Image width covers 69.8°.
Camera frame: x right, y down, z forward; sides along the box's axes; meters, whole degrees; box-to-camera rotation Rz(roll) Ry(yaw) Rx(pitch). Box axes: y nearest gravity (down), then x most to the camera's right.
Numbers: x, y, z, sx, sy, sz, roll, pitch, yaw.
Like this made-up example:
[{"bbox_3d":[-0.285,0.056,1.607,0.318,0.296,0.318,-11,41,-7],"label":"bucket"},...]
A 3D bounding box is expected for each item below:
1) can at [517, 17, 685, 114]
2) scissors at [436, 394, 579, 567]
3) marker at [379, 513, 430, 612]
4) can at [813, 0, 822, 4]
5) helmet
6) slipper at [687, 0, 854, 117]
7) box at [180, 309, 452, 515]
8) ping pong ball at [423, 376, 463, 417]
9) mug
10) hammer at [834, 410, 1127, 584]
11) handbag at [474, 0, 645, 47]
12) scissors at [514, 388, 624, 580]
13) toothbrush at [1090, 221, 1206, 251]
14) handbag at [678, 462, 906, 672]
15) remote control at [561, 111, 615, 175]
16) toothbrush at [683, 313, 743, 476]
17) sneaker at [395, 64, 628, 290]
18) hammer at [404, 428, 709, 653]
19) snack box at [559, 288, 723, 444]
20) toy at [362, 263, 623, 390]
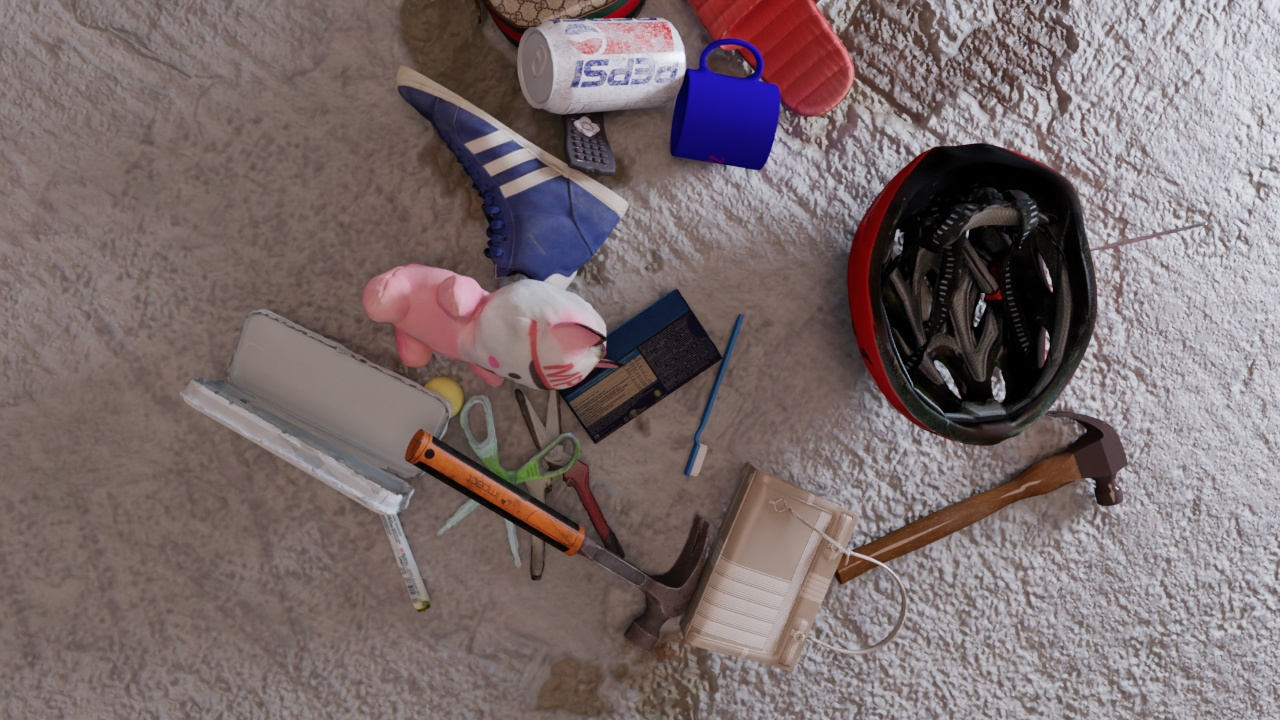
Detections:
[{"bbox_3d":[-0.033,-0.261,0.811,0.136,0.078,0.078,-14,96,-31],"label":"can"},{"bbox_3d":[-0.133,0.109,0.861,0.171,0.023,0.167,-36,100,11],"label":"scissors"},{"bbox_3d":[-0.230,0.169,0.867,0.017,0.017,0.146,-19,96,-6],"label":"marker"},{"bbox_3d":[0.146,-0.405,0.858,0.054,0.054,0.135,-40,98,-3],"label":"can"},{"bbox_3d":[0.295,-0.059,0.843,0.217,0.167,0.272,-7,94,-7],"label":"helmet"},{"bbox_3d":[0.107,-0.330,0.842,0.104,0.059,0.249,-34,103,19],"label":"slipper"},{"bbox_3d":[-0.273,0.032,0.812,0.215,0.107,0.124,31,82,-3],"label":"box"},{"bbox_3d":[-0.184,0.035,0.852,0.040,0.040,0.040,0,94,-7],"label":"ping pong ball"},{"bbox_3d":[0.079,-0.237,0.843,0.083,0.079,0.111,8,111,-8],"label":"mug"},{"bbox_3d":[0.343,0.148,0.933,0.323,0.033,0.115,-23,98,-5],"label":"hammer"},{"bbox_3d":[-0.078,-0.359,0.838,0.166,0.063,0.138,-22,80,-2],"label":"handbag"},{"bbox_3d":[-0.076,0.125,0.875,0.187,0.015,0.179,32,97,-10],"label":"scissors"},{"bbox_3d":[0.452,-0.115,0.853,0.010,0.182,0.010,-35,94,-10],"label":"toothbrush"},{"bbox_3d":[0.163,0.219,0.891,0.198,0.062,0.175,23,91,-4],"label":"handbag"},{"bbox_3d":[-0.051,-0.216,0.830,0.046,0.009,0.124,6,54,-24],"label":"remote control"},{"bbox_3d":[0.075,0.035,0.898,0.014,0.016,0.166,19,91,-8],"label":"toothbrush"},{"bbox_3d":[-0.139,-0.148,0.826,0.233,0.091,0.118,29,92,-16],"label":"sneaker"},{"bbox_3d":[-0.069,0.143,0.835,0.314,0.035,0.137,36,86,-25],"label":"hammer"},{"bbox_3d":[-0.005,0.005,0.879,0.150,0.027,0.082,-33,95,-3],"label":"snack box"},{"bbox_3d":[-0.124,-0.028,0.802,0.213,0.142,0.084,11,66,10],"label":"toy"}]
